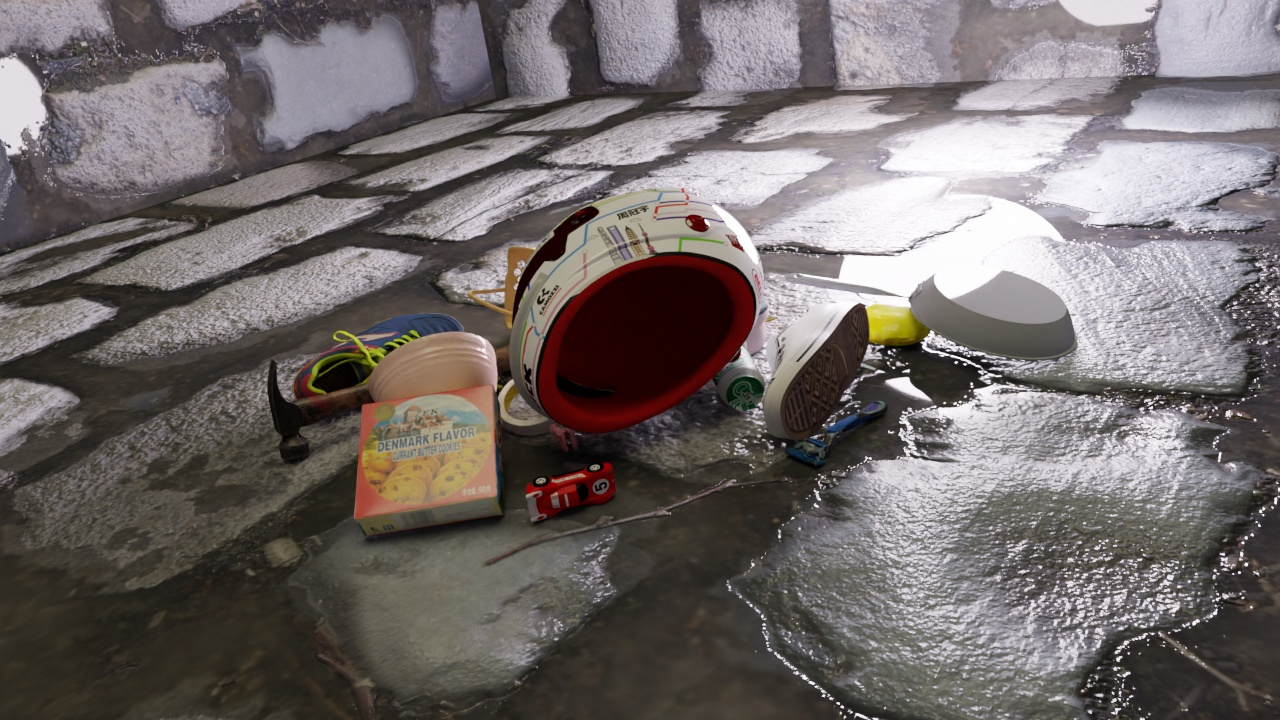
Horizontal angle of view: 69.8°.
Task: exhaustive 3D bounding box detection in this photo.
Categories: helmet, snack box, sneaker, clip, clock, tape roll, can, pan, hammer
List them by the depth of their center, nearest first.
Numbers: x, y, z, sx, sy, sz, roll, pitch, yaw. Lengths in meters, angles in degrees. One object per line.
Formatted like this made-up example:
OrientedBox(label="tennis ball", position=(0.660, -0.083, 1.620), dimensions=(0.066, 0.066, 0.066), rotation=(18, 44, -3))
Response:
OrientedBox(label="snack box", position=(-0.216, 0.100, 0.947), dimensions=(0.142, 0.040, 0.144), rotation=(-9, 51, -1))
OrientedBox(label="clip", position=(-0.089, 0.084, 1.032), dimensions=(0.045, 0.023, 0.059), rotation=(-8, 23, 12))
OrientedBox(label="helmet", position=(-0.018, -0.066, 1.034), dimensions=(0.314, 0.231, 0.236), rotation=(-27, 32, -14))
OrientedBox(label="sneaker", position=(0.178, 0.000, 1.042), dimensions=(0.097, 0.091, 0.244), rotation=(3, 32, 32))
OrientedBox(label="can", position=(0.112, 0.017, 1.073), dimensions=(0.053, 0.053, 0.101), rotation=(-10, 24, -3))
OrientedBox(label="tape roll", position=(-0.123, 0.048, 1.087), dimensions=(0.094, 0.019, 0.093), rotation=(-10, 43, 9))
OrientedBox(label="pan", position=(0.358, -0.081, 1.140), dimensions=(0.357, 0.051, 0.200), rotation=(16, 32, 15))
OrientedBox(label="hammer", position=(-0.293, 0.022, 1.149), dimensions=(0.329, 0.120, 0.033), rotation=(-16, 20, -32))
OrientedBox(label="clock", position=(0.102, -0.038, 1.190), dimensions=(0.117, 0.059, 0.157), rotation=(7, 29, 32))
OrientedBox(label="sneaker", position=(-0.333, 0.001, 1.209), dimensions=(0.241, 0.116, 0.091), rotation=(-28, 3, -29))

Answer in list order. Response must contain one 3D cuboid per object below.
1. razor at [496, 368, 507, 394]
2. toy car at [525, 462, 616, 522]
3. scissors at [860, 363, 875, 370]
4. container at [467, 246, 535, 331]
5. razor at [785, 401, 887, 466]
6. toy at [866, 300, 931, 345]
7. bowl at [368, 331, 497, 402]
OrientedBox(label="razor", position=(-0.239, 0.042, 1.152), dimensions=(0.144, 0.021, 0.044), rotation=(-19, 44, -24))
OrientedBox(label="toy car", position=(-0.068, 0.130, 0.904), dimensions=(0.089, 0.038, 0.025), rotation=(-13, 28, -10))
OrientedBox(label="scissors", position=(0.228, -0.006, 1.140), dimensions=(0.119, 0.014, 0.129), rotation=(-3, 30, 4))
OrientedBox(label="container", position=(-0.135, -0.089, 1.266), dimensions=(0.166, 0.129, 0.183), rotation=(-9, 19, -32))
OrientedBox(label="razor", position=(0.213, 0.071, 0.967), dimensions=(0.140, 0.018, 0.044), rotation=(-26, 29, -34))
OrientedBox(label="toy", position=(0.321, -0.047, 1.163), dimensions=(0.096, 0.041, 0.094), rotation=(7, 33, 30))
OrientedBox(label="bowl", position=(-0.229, 0.042, 1.053), dimensions=(0.152, 0.153, 0.076), rotation=(-16, 60, -16))
